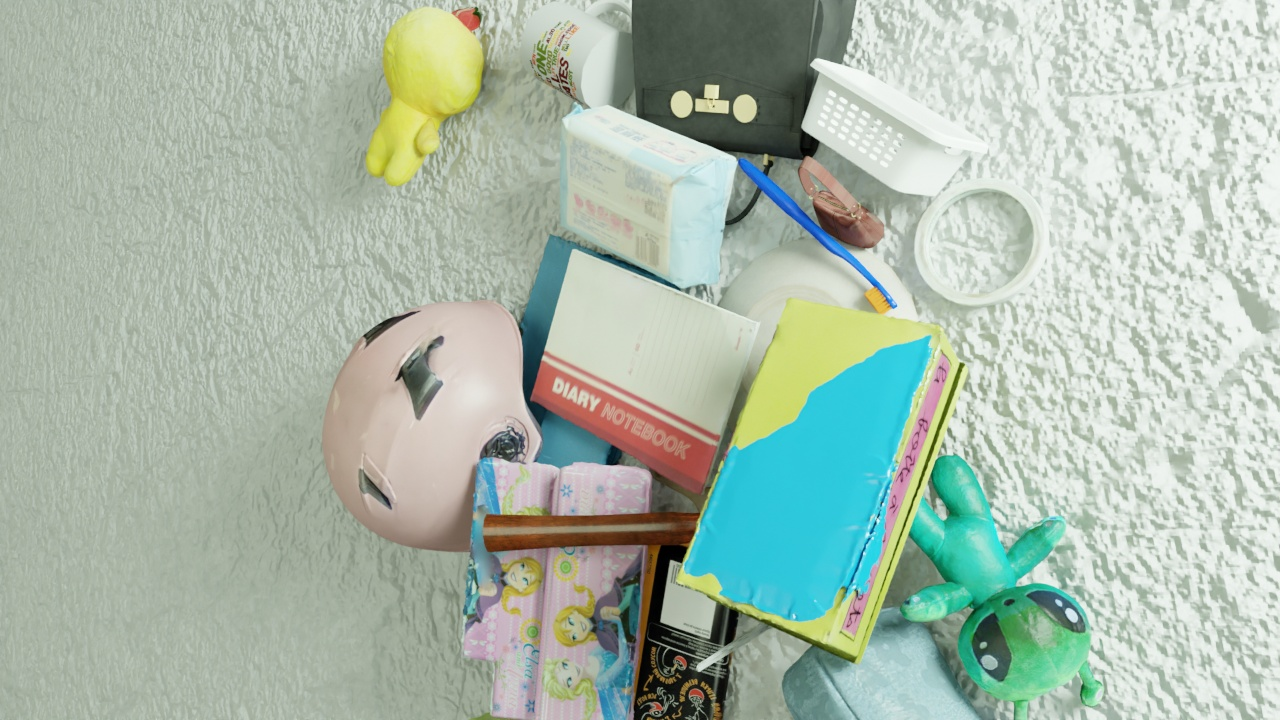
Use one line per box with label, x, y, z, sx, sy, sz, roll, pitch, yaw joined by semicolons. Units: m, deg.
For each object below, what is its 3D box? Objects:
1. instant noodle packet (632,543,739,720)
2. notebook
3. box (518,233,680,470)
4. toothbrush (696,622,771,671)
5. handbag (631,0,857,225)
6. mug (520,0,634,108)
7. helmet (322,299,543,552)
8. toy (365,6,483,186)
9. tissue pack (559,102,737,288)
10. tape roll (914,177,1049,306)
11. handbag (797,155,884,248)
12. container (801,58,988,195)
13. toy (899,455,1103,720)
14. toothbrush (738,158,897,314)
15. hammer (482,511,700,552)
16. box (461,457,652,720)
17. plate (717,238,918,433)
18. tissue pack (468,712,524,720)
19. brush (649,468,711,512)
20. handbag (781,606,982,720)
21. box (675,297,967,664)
instant noodle packet;0.012;0.246;0.797;0.160;0.032;0.221;10;92;38
notebook;-0.005;0.005;0.794;0.209;0.012;0.153;25;105;36
box;-0.070;0.008;0.875;0.175;0.033;0.232;24;101;35
toothbrush;0.090;0.193;0.655;0.010;0.181;0.010;14;100;32
handbag;0.074;-0.215;0.783;0.176;0.072;0.196;16;107;35
mug;-0.047;-0.297;0.864;0.089;0.073;0.105;37;81;32
helmet;-0.216;0.056;0.889;0.230;0.152;0.256;41;112;45
toy;-0.237;-0.288;0.982;0.134;0.092;0.208;31;106;36
tissue pack;-0.002;-0.147;0.800;0.182;0.069;0.112;32;135;33
tape roll;0.247;-0.086;0.667;0.093;0.013;0.093;-3;85;36
handbag;0.141;-0.121;0.679;0.055;0.119;0.029;32;91;33
container;0.181;-0.170;0.682;0.129;0.080;0.050;45;123;32
toy;0.238;0.158;0.623;0.130;0.072;0.193;-24;68;-6
toothbrush;0.134;-0.100;0.719;0.018;0.016;0.182;-43;66;5
hammer;0.018;0.135;0.733;0.301;0.028;0.111;-4;96;12
box;-0.077;0.200;0.784;0.159;0.035;0.230;4;89;10
plate;0.128;-0.006;0.736;0.189;0.027;0.188;-3;85;35
tissue pack;-0.093;0.397;0.794;0.198;0.141;0.120;7;90;36
brush;0.064;0.125;0.782;0.151;0.012;0.039;32;105;33
handbag;0.179;0.277;0.628;0.192;0.121;0.119;53;136;26
box;0.124;0.077;0.626;0.124;0.081;0.220;13;76;35
